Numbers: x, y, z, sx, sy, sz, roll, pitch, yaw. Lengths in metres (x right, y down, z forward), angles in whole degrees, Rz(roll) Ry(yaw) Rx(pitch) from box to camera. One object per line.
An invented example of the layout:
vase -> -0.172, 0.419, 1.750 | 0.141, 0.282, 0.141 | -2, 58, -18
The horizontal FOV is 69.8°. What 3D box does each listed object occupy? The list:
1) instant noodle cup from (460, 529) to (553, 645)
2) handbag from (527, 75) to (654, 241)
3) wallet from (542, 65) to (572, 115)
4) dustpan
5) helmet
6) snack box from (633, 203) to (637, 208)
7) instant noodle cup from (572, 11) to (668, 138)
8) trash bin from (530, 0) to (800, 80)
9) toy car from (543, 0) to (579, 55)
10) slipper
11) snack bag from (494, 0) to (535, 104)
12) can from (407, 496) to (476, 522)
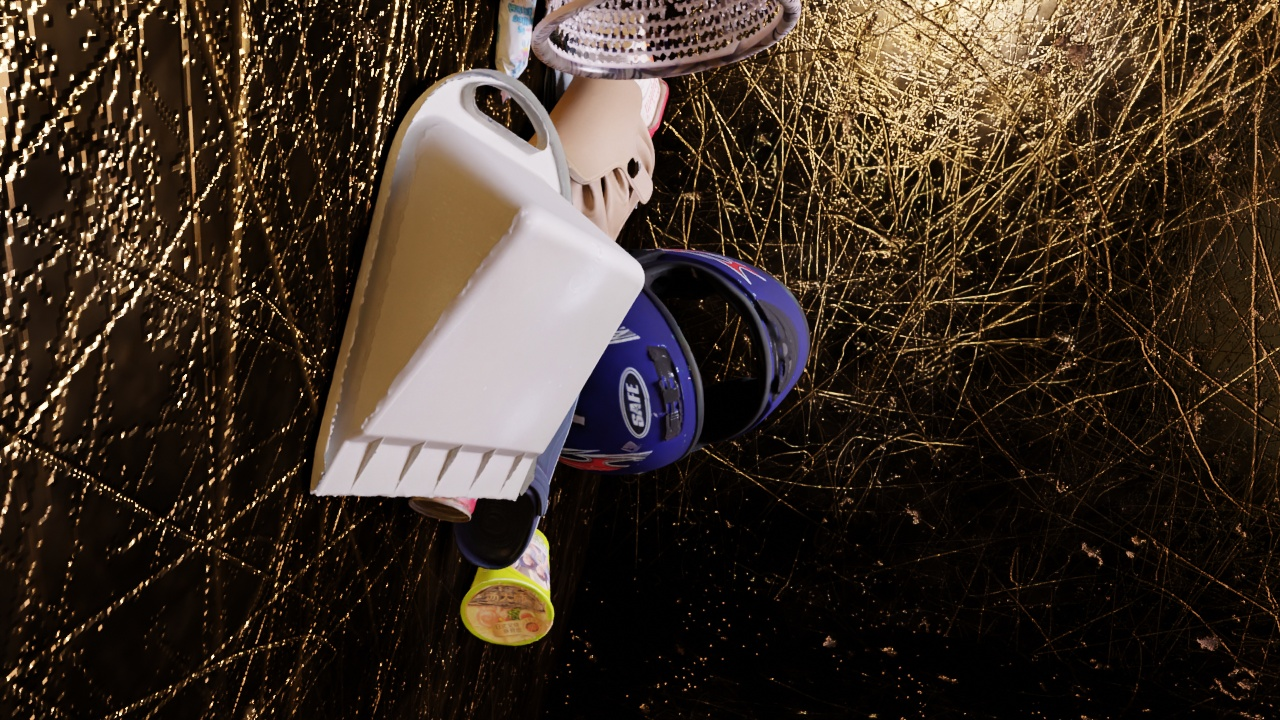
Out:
instant noodle cup -> -0.158, 0.272, 1.146 | 0.123, 0.111, 0.112 | -89, -172, -59
handbag -> -0.047, -0.202, 0.950 | 0.203, 0.100, 0.148 | -65, 147, -36
wallet -> -0.088, -0.288, 1.000 | 0.121, 0.019, 0.097 | 98, 2, -45
dustpan -> -0.113, -0.051, 0.625 | 0.258, 0.142, 0.222 | -53, 154, 9
helmet -> -0.006, 0.006, 0.980 | 0.239, 0.316, 0.247 | -35, 120, -48
snack box -> -0.048, -0.259, 1.194 | 0.053, 0.126, 0.113 | 9, 93, -48
instant noodle cup -> -0.033, -0.333, 1.079 | 0.124, 0.117, 0.116 | 80, 19, -51
trash bin -> 0.011, -0.364, 0.772 | 0.227, 0.227, 0.192 | -15, 99, -87
toy car -> -0.077, -0.324, 0.882 | 0.106, 0.031, 0.049 | 91, 10, -75
slipper -> -0.131, 0.098, 0.867 | 0.095, 0.105, 0.253 | -80, -173, -65
snack bag -> -0.100, -0.259, 0.725 | 0.045, 0.026, 0.105 | -82, -176, -61
can -> -0.151, 0.065, 0.777 | 0.053, 0.053, 0.132 | 97, 5, -64
